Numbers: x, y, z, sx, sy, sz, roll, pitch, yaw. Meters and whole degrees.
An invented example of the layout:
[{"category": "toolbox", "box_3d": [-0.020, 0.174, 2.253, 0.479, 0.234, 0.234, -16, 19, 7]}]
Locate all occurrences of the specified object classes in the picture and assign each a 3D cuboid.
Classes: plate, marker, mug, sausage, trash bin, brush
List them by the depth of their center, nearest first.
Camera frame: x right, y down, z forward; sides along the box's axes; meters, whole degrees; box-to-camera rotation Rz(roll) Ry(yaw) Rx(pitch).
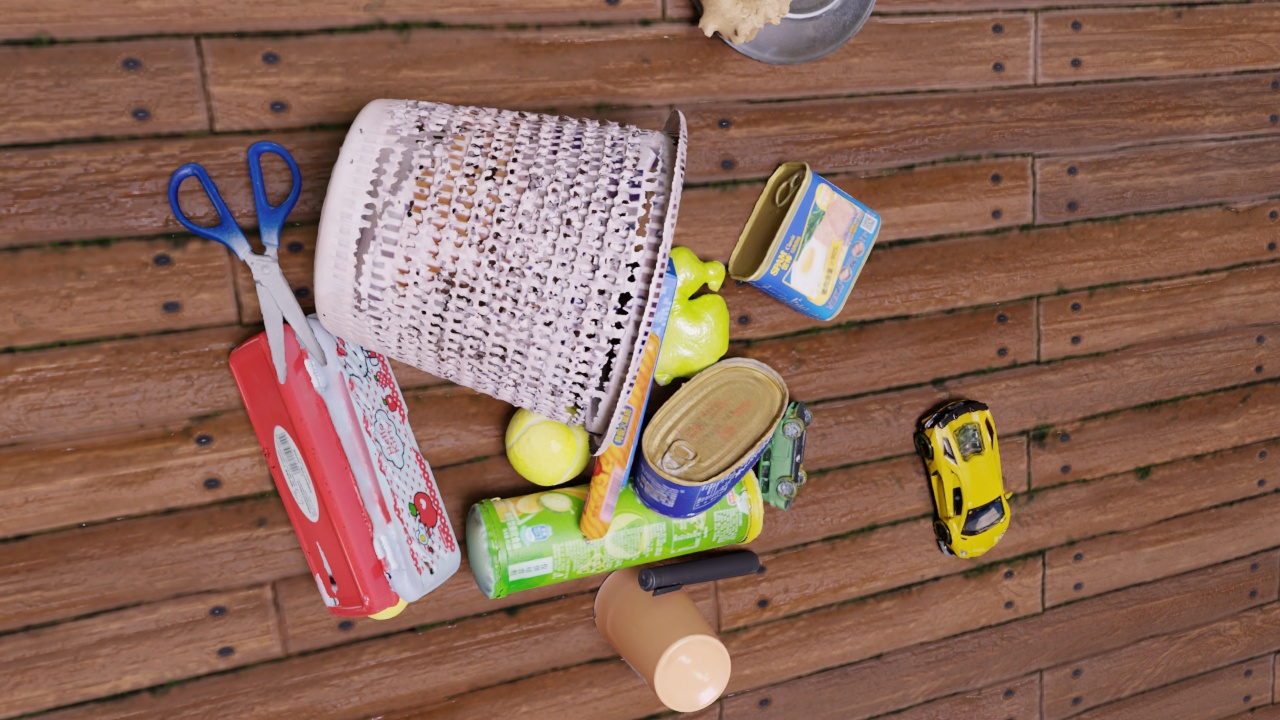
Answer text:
[{"category": "trash bin", "box_3d": [-0.091, -0.069, 0.584, 0.192, 0.227, 0.227, 13, 95, -8]}, {"category": "sausage", "box_3d": [-0.015, 0.052, 0.623, 0.021, 0.021, 0.165, 10, 105, -20]}, {"category": "brush", "box_3d": [0.137, -0.324, 0.664, 0.254, 0.046, 0.083, -38, 105, -4]}, {"category": "plate", "box_3d": [0.114, -0.318, 0.698, 0.179, 0.024, 0.179, -3, 100, -18]}, {"category": "mug", "box_3d": [0.018, 0.212, 0.702, 0.078, 0.123, 0.078, -3, 100, -18]}, {"category": "marker", "box_3d": [0.050, 0.168, 0.729, 0.131, 0.022, 0.020, 5, 126, -47]}]

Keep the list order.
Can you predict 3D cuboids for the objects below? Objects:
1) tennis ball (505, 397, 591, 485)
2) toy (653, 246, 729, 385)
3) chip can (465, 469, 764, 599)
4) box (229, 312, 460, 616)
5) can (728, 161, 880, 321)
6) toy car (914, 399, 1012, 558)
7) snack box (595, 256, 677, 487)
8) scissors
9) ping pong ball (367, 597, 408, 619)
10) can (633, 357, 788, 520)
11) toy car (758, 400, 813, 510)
[{"category": "tennis ball", "box_3d": [-0.067, 0.060, 0.679, 0.065, 0.065, 0.065, -3, 100, -18]}, {"category": "toy", "box_3d": [0.035, -0.033, 0.715, 0.097, 0.031, 0.100, -37, 103, 1]}, {"category": "chip can", "box_3d": [-0.020, 0.124, 0.694, 0.221, 0.073, 0.072, -8, 101, -22]}, {"category": "box", "box_3d": [-0.188, 0.065, 0.627, 0.098, 0.096, 0.201, -23, 93, -44]}, {"category": "can", "box_3d": [0.130, -0.092, 0.725, 0.083, 0.057, 0.102, 26, 90, -23]}, {"category": "toy car", "box_3d": [0.294, 0.108, 0.823, 0.071, 0.041, 0.156, -19, 106, -15]}, {"category": "snack box", "box_3d": [-0.004, 0.004, 0.666, 0.026, 0.084, 0.157, 13, 105, -4]}, {"category": "scissors", "box_3d": [-0.235, -0.070, 0.588, 0.171, 0.012, 0.141, 34, 70, 5]}, {"category": "ping pong ball", "box_3d": [-0.188, 0.168, 0.669, 0.040, 0.040, 0.040, -3, 100, -18]}, {"category": "can", "box_3d": [0.053, 0.057, 0.691, 0.147, 0.074, 0.049, -40, 156, -40]}, {"category": "toy car", "box_3d": [0.119, 0.077, 0.755, 0.036, 0.043, 0.091, 13, 104, 22]}]
